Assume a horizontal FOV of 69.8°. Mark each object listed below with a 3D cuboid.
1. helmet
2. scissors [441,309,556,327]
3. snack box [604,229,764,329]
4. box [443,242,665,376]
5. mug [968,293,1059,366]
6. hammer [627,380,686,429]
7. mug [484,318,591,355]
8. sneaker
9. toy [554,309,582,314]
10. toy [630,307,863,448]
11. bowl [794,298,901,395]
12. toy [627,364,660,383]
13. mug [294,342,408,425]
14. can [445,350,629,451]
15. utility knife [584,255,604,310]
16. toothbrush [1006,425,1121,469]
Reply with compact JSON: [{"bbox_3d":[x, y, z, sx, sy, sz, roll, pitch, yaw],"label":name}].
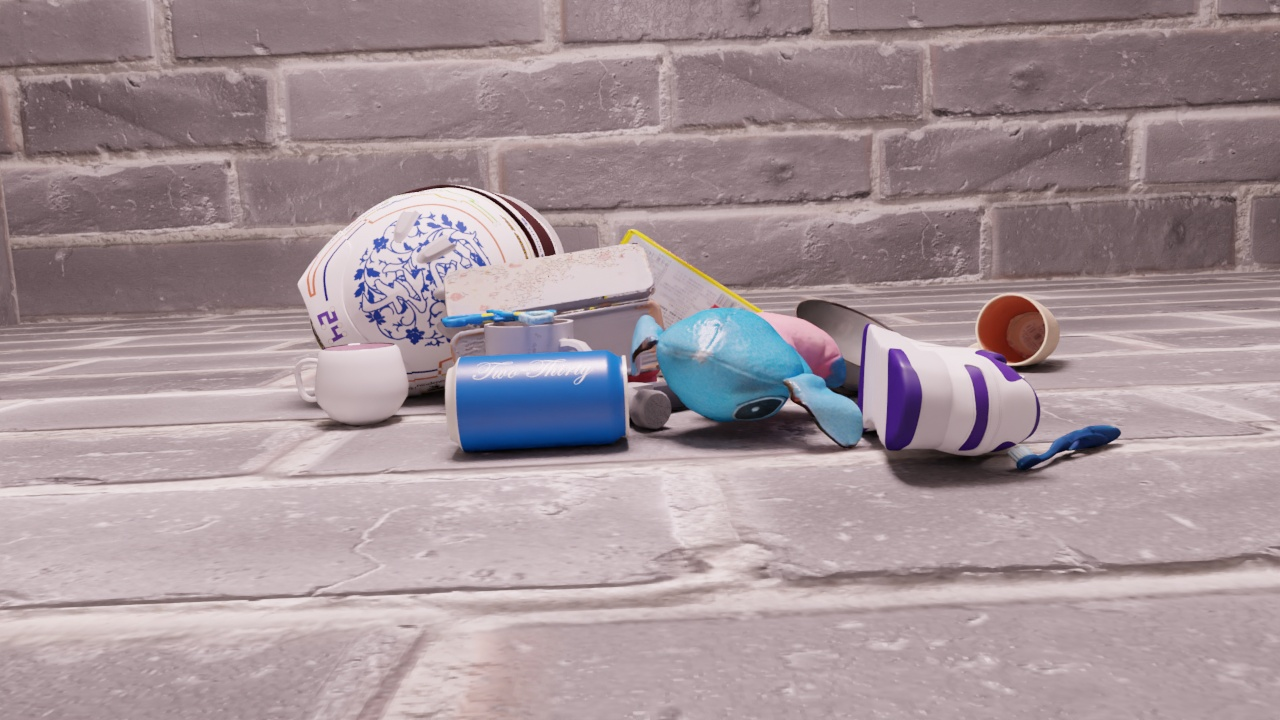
[{"bbox_3d":[-0.234,-0.087,1.079,0.314,0.231,0.236,-26,2,-8],"label":"helmet"},{"bbox_3d":[-0.121,-0.042,0.848,0.131,0.014,0.125,9,14,41],"label":"scissors"},{"bbox_3d":[0.048,-0.071,1.131,0.200,0.092,0.042,32,9,-1],"label":"snack box"},{"bbox_3d":[-0.088,-0.043,0.939,0.216,0.156,0.071,-10,-26,-6],"label":"box"},{"bbox_3d":[0.449,-0.027,1.113,0.112,0.085,0.104,-32,-21,32],"label":"mug"},{"bbox_3d":[0.090,0.027,0.948,0.311,0.035,0.139,-7,7,-34],"label":"hammer"},{"bbox_3d":[-0.087,0.013,0.853,0.120,0.096,0.082,3,9,34],"label":"mug"},{"bbox_3d":[0.233,0.022,0.711,0.111,0.092,0.244,3,6,6],"label":"sneaker"},{"bbox_3d":[-0.041,-0.029,1.172,0.138,0.085,0.209,32,10,14],"label":"toy"},{"bbox_3d":[0.105,0.005,0.799,0.224,0.099,0.191,17,15,32],"label":"toy"},{"bbox_3d":[0.219,-0.003,0.961,0.150,0.057,0.150,18,26,-9],"label":"bowl"},{"bbox_3d":[-0.006,0.006,1.006,0.065,0.050,0.102,-10,-10,-13],"label":"toy"},{"bbox_3d":[-0.294,0.024,0.921,0.124,0.076,0.090,0,8,18],"label":"mug"},{"bbox_3d":[-0.084,0.033,0.764,0.146,0.079,0.079,-3,7,-2],"label":"can"},{"bbox_3d":[-0.056,-0.048,1.060,0.029,0.020,0.233,-21,43,23],"label":"utility knife"},{"bbox_3d":[0.308,0.061,0.662,0.132,0.021,0.016,-8,44,-35],"label":"toothbrush"}]
